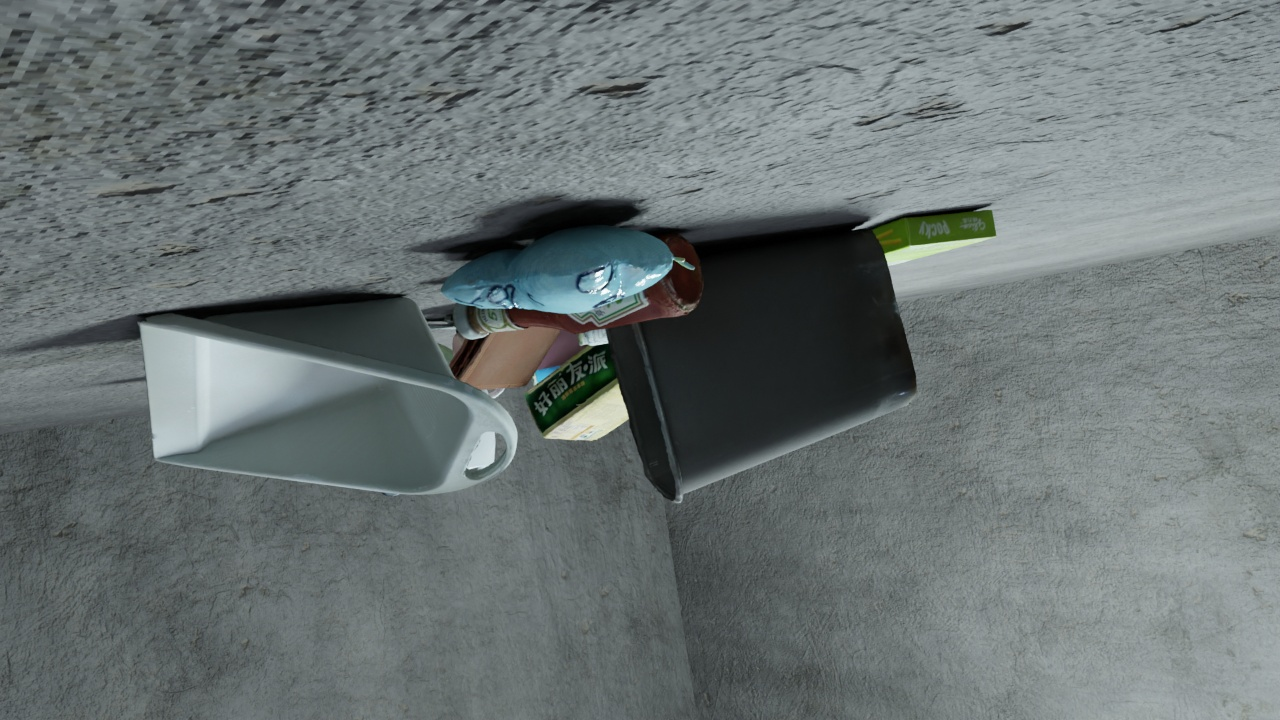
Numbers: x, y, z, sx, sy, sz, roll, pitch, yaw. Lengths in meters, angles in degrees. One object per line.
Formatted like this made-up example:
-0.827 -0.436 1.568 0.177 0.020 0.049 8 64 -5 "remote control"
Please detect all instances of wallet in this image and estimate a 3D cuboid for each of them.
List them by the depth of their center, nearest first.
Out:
-0.134 -0.018 0.941 0.101 0.032 0.125 -3 139 -46 "wallet"

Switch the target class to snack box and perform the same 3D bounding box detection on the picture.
0.231 -0.104 0.817 0.085 0.026 0.156 -9 180 -16 "snack box"
-0.006 0.006 1.032 0.241 0.063 0.114 -36 158 23 "snack box"

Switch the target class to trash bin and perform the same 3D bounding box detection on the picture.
0.092 -0.009 0.786 0.219 0.198 0.199 -16 -178 -7 "trash bin"

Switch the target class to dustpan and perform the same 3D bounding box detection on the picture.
-0.244 0.056 0.751 0.257 0.142 0.223 -16 156 -32 "dustpan"

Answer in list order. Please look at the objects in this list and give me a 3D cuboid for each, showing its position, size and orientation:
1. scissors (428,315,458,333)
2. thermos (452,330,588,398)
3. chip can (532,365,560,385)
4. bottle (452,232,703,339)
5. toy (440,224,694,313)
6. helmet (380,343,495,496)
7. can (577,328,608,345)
-0.187 -0.043 1.079 0.213 0.015 0.198 -7 179 -31 "scissors"
-0.110 -0.013 1.042 0.198 0.087 0.067 -14 -162 -25 "thermos"
-0.039 -0.027 1.146 0.210 0.071 0.071 -13 180 -6 "chip can"
-0.054 -0.046 0.668 0.207 0.060 0.059 -9 180 34 "bottle"
-0.045 -0.053 0.552 0.156 0.050 0.161 -9 -173 7 "toy"
-0.287 0.042 1.071 0.259 0.146 0.228 21 -168 31 "helmet"
0.008 -0.052 0.900 0.146 0.058 0.058 -9 179 -2 "can"
